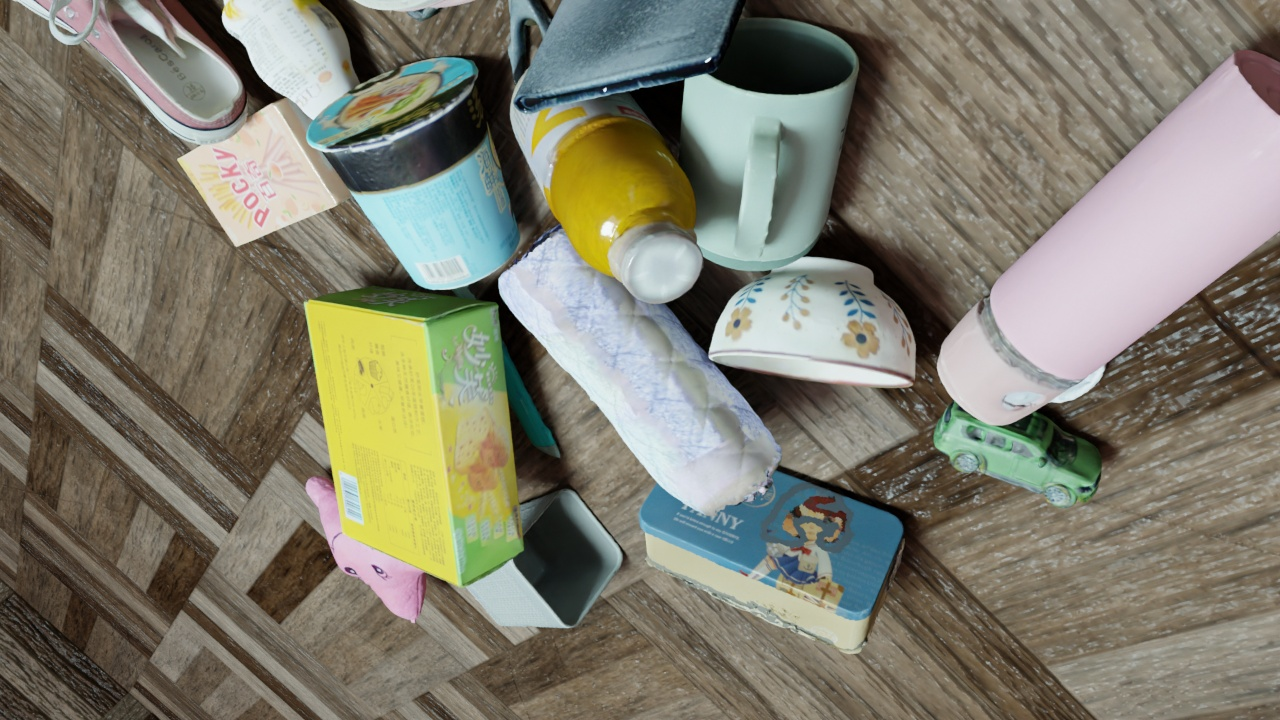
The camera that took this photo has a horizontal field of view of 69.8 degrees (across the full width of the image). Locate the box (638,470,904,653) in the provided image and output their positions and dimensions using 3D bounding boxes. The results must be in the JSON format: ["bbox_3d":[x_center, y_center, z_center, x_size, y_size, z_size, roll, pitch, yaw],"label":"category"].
[{"bbox_3d":[0.084,0.125,0.639,0.184,0.089,0.060,19,139,19],"label":"box"}]

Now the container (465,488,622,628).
[{"bbox_3d":[-0.095,0.178,0.809,0.115,0.090,0.090,-21,110,47],"label":"container"}]

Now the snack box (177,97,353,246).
[{"bbox_3d":[-0.297,-0.146,0.725,0.158,0.026,0.084,-10,118,39],"label":"snack box"}]

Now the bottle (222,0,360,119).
[{"bbox_3d":[-0.220,-0.199,0.602,0.063,0.063,0.108,-16,113,42],"label":"bottle"}]

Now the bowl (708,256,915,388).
[{"bbox_3d":[0.098,-0.022,0.515,0.114,0.113,0.062,4,83,32],"label":"bowl"}]

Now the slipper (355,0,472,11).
[{"bbox_3d":[-0.067,-0.254,0.449,0.275,0.054,0.114,-10,115,38],"label":"slipper"}]

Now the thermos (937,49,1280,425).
[{"bbox_3d":[0.228,-0.040,0.428,0.087,0.067,0.199,14,139,-16],"label":"thermos"}]

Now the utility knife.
[{"bbox_3d":[-0.113,-0.008,0.721,0.029,0.013,0.217,0,127,37],"label":"utility knife"}]

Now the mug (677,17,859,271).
[{"bbox_3d":[0.059,-0.097,0.459,0.082,0.111,0.106,7,133,3],"label":"mug"}]

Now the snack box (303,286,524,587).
[{"bbox_3d":[-0.176,0.053,0.719,0.158,0.069,0.210,10,111,38],"label":"snack box"}]

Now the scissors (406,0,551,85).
[{"bbox_3d":[-0.080,-0.236,0.515,0.160,0.014,0.181,6,125,28],"label":"scissors"}]

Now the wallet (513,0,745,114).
[{"bbox_3d":[0.000,-0.168,0.453,0.121,0.097,0.019,0,149,35],"label":"wallet"}]

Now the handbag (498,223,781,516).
[{"bbox_3d":[-0.003,0.003,0.570,0.194,0.075,0.134,49,175,-8],"label":"handbag"}]

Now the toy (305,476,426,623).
[{"bbox_3d":[-0.256,0.193,0.936,0.195,0.074,0.178,-6,112,38],"label":"toy"}]

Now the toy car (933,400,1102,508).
[{"bbox_3d":[0.215,0.048,0.520,0.091,0.043,0.036,23,134,17],"label":"toy car"}]

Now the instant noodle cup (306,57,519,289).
[{"bbox_3d":[-0.134,-0.115,0.592,0.111,0.111,0.120,7,136,31],"label":"instant noodle cup"}]

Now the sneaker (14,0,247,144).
[{"bbox_3d":[-0.363,-0.256,0.621,0.241,0.118,0.088,46,152,-5],"label":"sneaker"}]

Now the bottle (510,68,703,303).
[{"bbox_3d":[-0.018,-0.096,0.471,0.189,0.068,0.068,-117,21,-47],"label":"bottle"}]
